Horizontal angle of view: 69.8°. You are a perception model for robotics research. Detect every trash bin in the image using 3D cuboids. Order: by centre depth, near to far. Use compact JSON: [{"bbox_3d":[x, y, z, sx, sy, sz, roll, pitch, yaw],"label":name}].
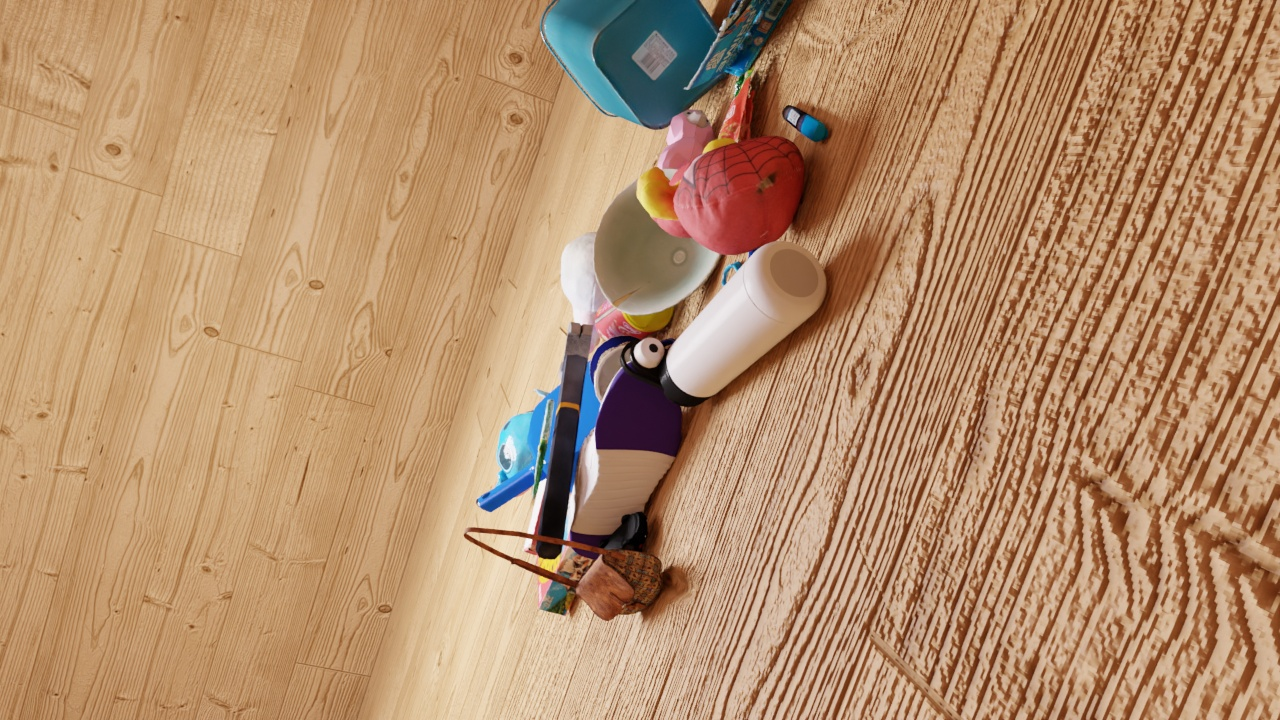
[{"bbox_3d":[0.001,-0.427,1.236,0.197,0.199,0.218,-41,30,6],"label":"trash bin"}]

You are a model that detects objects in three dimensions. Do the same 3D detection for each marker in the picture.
[{"bbox_3d":[0.155,-0.227,0.874,0.123,0.015,0.018,-104,31,-65],"label":"marker"}]

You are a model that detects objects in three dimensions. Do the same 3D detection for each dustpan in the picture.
[{"bbox_3d":[-0.118,0.111,1.214,0.258,0.059,0.245,-33,26,7],"label":"dustpan"}]

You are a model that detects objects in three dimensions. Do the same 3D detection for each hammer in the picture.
[{"bbox_3d":[-0.088,0.086,1.067,0.140,0.035,0.311,106,172,-50],"label":"hammer"}]

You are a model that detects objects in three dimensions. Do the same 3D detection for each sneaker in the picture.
[{"bbox_3d":[-0.020,0.093,1.008,0.111,0.091,0.245,-98,25,-63],"label":"sneaker"}]

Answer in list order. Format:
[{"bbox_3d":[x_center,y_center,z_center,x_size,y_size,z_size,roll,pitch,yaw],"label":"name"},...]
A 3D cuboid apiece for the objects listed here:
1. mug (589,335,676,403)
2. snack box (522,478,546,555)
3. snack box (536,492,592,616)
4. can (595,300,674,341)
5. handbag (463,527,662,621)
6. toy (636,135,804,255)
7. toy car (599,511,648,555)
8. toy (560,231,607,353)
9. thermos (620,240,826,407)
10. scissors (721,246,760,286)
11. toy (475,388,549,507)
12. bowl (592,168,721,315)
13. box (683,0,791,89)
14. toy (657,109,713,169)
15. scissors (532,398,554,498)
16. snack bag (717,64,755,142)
[{"bbox_3d":[-0.006,0.006,1.073,0.112,0.086,0.089,-36,17,-1],"label":"mug"},{"bbox_3d":[-0.115,0.148,1.338,0.077,0.044,0.272,137,147,-70],"label":"snack box"},{"bbox_3d":[-0.091,0.225,1.180,0.142,0.040,0.145,-104,35,-63],"label":"snack box"},{"bbox_3d":[-0.010,-0.058,1.150,0.125,0.066,0.066,154,131,-68],"label":"can"},{"bbox_3d":[-0.077,0.200,0.885,0.094,0.195,0.043,122,164,-49],"label":"handbag"},{"bbox_3d":[0.081,-0.161,0.879,0.147,0.099,0.216,-33,20,-7],"label":"toy"},{"bbox_3d":[-0.015,0.199,0.969,0.092,0.036,0.042,-52,23,28],"label":"toy car"},{"bbox_3d":[-0.068,-0.100,1.348,0.138,0.101,0.180,-85,-1,-72],"label":"toy"},{"bbox_3d":[0.066,-0.030,0.819,0.231,0.101,0.068,-48,15,57],"label":"thermos"},{"bbox_3d":[0.110,-0.092,0.883,0.134,0.016,0.083,-110,42,-66],"label":"scissors"},{"bbox_3d":[-0.191,0.157,1.474,0.223,0.099,0.192,-66,5,-29],"label":"toy"},{"bbox_3d":[0.032,-0.129,1.065,0.175,0.067,0.174,-8,75,30],"label":"bowl"},{"bbox_3d":[0.148,-0.414,1.010,0.244,0.060,0.174,-54,8,49],"label":"box"},{"bbox_3d":[0.048,-0.235,1.145,0.124,0.067,0.157,121,164,-46],"label":"toy"},{"bbox_3d":[-0.113,0.101,1.072,0.108,0.012,0.131,112,167,-66],"label":"scissors"},{"bbox_3d":[0.111,-0.273,1.037,0.087,0.044,0.154,115,170,-54],"label":"snack bag"}]
